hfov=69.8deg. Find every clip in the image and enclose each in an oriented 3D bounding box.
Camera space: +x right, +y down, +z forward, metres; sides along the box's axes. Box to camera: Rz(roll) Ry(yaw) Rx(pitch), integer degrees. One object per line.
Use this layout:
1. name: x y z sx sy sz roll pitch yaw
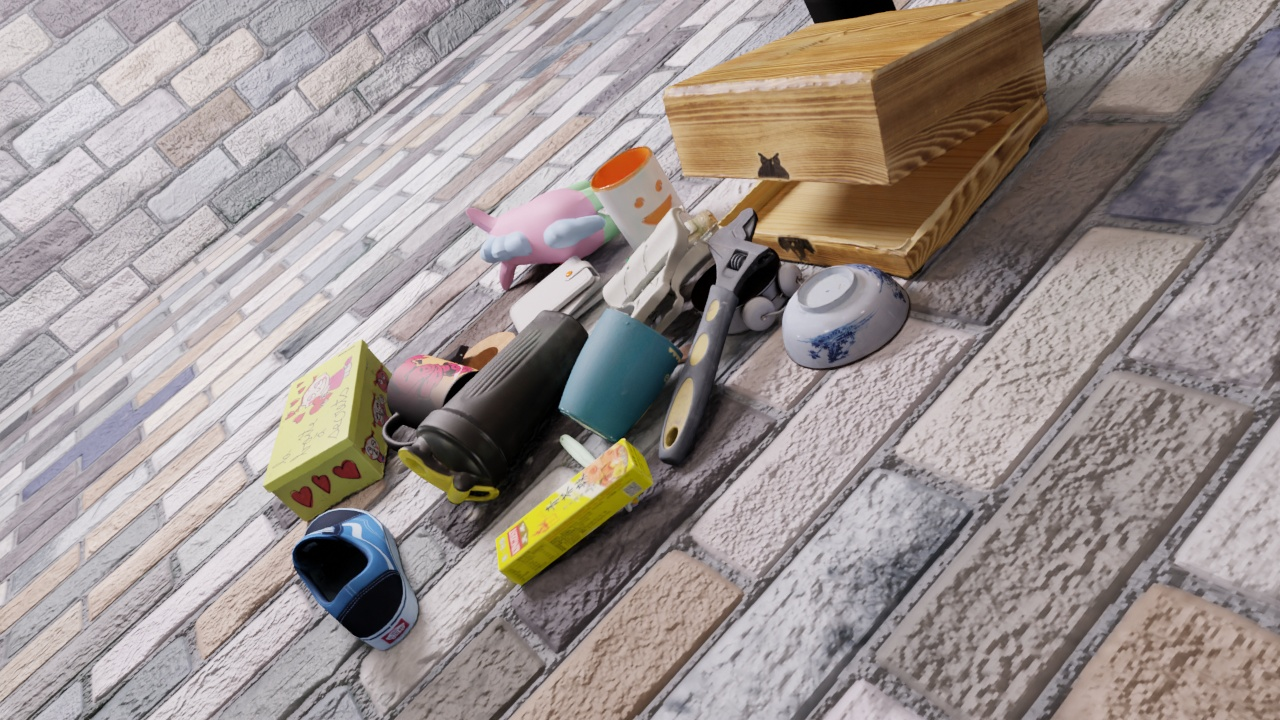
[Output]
1. clip: 0.010 -0.089 0.926 0.127 0.101 0.151 -48 1 32

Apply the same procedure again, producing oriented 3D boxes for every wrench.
1. wrench: 0.066 -0.030 0.830 0.073 0.022 0.272 -2 58 40

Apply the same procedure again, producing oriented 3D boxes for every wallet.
1. wallet: -0.096 -0.065 1.083 0.118 0.037 0.115 -39 30 1

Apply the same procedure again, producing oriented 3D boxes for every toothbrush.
1. toothbrush: -0.040 0.096 0.824 0.155 0.015 0.022 31 101 58

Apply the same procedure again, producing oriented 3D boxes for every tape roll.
1. tape roll: -0.175 0.009 1.068 0.094 0.027 0.093 -25 32 17

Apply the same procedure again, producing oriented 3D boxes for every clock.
1. clock: 0.105 -0.065 0.884 0.094 0.035 0.123 -47 33 -18

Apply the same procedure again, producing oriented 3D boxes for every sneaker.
1. sneaker: -0.289 0.179 0.875 0.083 0.098 0.241 -44 31 -14

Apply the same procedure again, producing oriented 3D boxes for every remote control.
1. remote control: -0.253 0.019 1.107 0.137 0.015 0.032 -34 26 38

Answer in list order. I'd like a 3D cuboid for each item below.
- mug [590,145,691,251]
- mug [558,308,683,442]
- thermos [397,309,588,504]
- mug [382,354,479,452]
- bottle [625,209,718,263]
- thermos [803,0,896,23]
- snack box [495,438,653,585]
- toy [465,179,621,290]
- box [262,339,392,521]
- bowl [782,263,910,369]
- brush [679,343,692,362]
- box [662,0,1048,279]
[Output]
1. mug: 0.002 -0.187 1.085 0.082 0.105 0.082 -26 32 17
2. mug: -0.027 0.018 0.859 0.104 0.084 0.112 -59 16 -9
3. thermos: -0.135 0.044 0.924 0.098 0.098 0.220 -1 40 44
4. mug: -0.220 0.054 0.977 0.098 0.082 0.117 13 49 40
5. bottle: 0.039 -0.124 1.024 0.111 0.043 0.043 -34 30 2
6. thermos: 0.241 -0.385 1.029 0.086 0.198 0.086 -25 32 17
7. snack box: -0.057 0.127 0.764 0.148 0.029 0.040 -39 33 11
8. toy: -0.122 -0.165 1.173 0.171 0.120 0.222 -27 19 -10
9. box: -0.372 0.081 1.116 0.124 0.079 0.220 -29 30 10
10. bowl: 0.168 -0.048 0.786 0.114 0.045 0.114 -25 32 17
11. brush: -0.005 0.005 0.915 0.136 0.015 0.049 -18 35 27
12. box: 0.216 -0.226 0.901 0.250 0.192 0.280 -33 27 -26
